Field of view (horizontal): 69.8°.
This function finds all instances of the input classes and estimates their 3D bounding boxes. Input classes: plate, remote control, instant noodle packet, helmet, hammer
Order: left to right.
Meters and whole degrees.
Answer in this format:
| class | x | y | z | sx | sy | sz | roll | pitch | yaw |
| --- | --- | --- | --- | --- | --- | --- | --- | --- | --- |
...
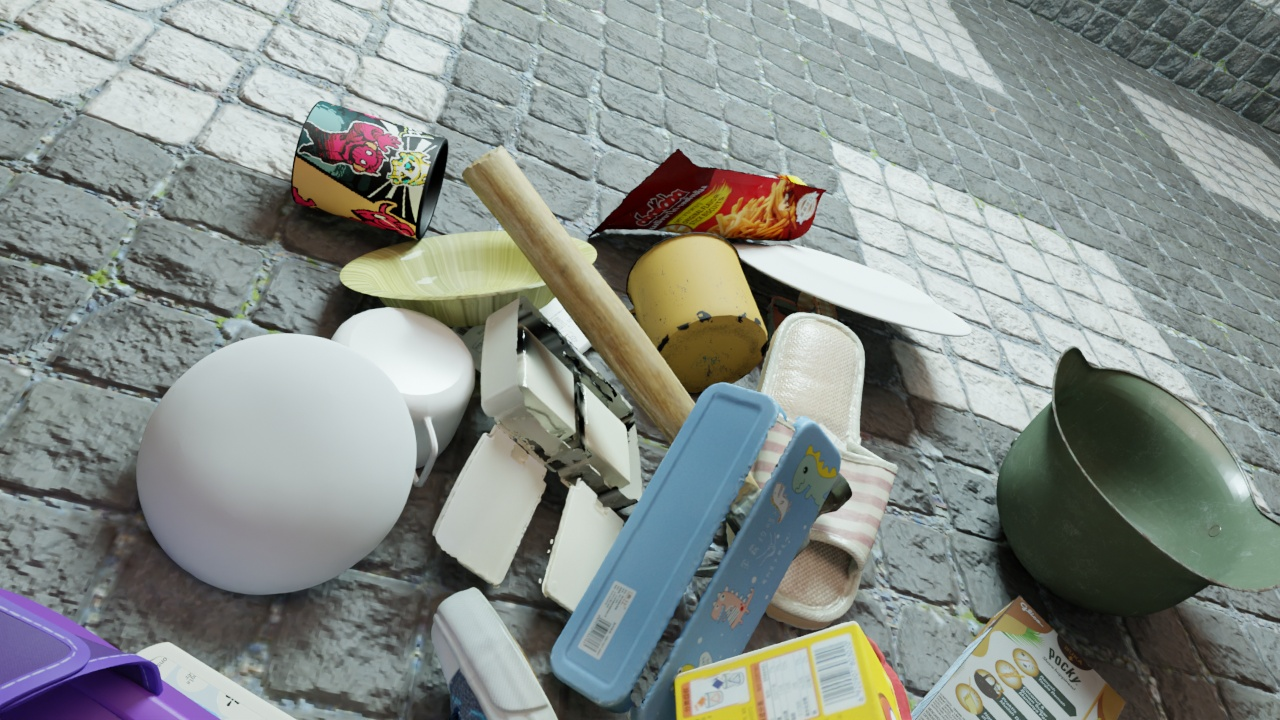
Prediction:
| class | x | y | z | sx | sy | sz | roll | pitch | yaw |
| --- | --- | --- | --- | --- | --- | --- | --- | --- | --- |
| remote control | -0.192 | 0.180 | 0.437 | 0.125 | 0.018 | 0.038 | 32 | 39 | -2 |
| plate | -0.124 | -0.057 | 0.680 | 0.184 | 0.036 | 0.184 | -2 | 22 | 1 |
| instant noodle packet | -0.086 | -0.022 | 0.714 | 0.087 | 0.026 | 0.133 | 36 | 39 | 7 |
| hammer | -0.004 | 0.004 | 0.600 | 0.132 | 0.033 | 0.330 | -39 | 95 | -17 |
| plate | 0.205 | -0.078 | 0.891 | 0.242 | 0.016 | 0.242 | 17 | 17 | -5 |
| helmet | 0.398 | 0.115 | 0.772 | 0.227 | 0.154 | 0.267 | 46 | 46 | 16 |

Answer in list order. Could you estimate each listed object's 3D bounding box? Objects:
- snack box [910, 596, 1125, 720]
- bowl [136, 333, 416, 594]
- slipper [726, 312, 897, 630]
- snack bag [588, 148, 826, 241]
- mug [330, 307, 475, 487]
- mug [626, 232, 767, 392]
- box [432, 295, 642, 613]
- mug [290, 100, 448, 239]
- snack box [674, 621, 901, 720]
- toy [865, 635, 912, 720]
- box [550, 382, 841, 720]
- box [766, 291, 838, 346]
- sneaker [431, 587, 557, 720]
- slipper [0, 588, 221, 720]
| class | x | y | z | sx | sy | sz | roll | pitch | yaw |
| --- | --- | --- | --- | --- | --- | --- | --- | --- | --- |
| snack box | 0.257 | 0.251 | 0.635 | 0.185 | 0.032 | 0.101 | -22 | 61 | -45 |
| bowl | -0.200 | 0.048 | 0.498 | 0.149 | 0.043 | 0.149 | 2 | 69 | -6 |
| slipper | 0.133 | 0.067 | 0.690 | 0.115 | 0.052 | 0.262 | 17 | 56 | -6 |
| snack bag | 0.067 | -0.152 | 0.876 | 0.207 | 0.139 | 0.066 | 0 | 73 | -40 |
| mug | -0.153 | 0.025 | 0.586 | 0.094 | 0.068 | 0.115 | -4 | 50 | -36 |
| mug | 0.036 | -0.032 | 0.758 | 0.124 | 0.100 | 0.094 | -20 | 51 | 5 |
| box | -0.058 | 0.065 | 0.590 | 0.144 | 0.058 | 0.187 | 48 | 33 | -36 |
| mug | -0.211 | -0.151 | 0.735 | 0.098 | 0.082 | 0.118 | 16 | 8 | -7 |
| snack box | 0.079 | 0.242 | 0.417 | 0.062 | 0.110 | 0.229 | 58 | 18 | -32 |
| toy | 0.161 | 0.235 | 0.549 | 0.133 | 0.088 | 0.093 | 36 | 36 | 6 |
| box | 0.036 | 0.119 | 0.558 | 0.085 | 0.073 | 0.208 | 44 | 71 | -37 |
| box | 0.151 | -0.007 | 0.830 | 0.071 | 0.057 | 0.186 | -5 | 40 | 6 |
| sneaker | -0.061 | 0.225 | 0.437 | 0.079 | 0.088 | 0.235 | -22 | 61 | -16 |
| slipper | -0.240 | 0.156 | 0.360 | 0.266 | 0.084 | 0.107 | 29 | 53 | -4 |
